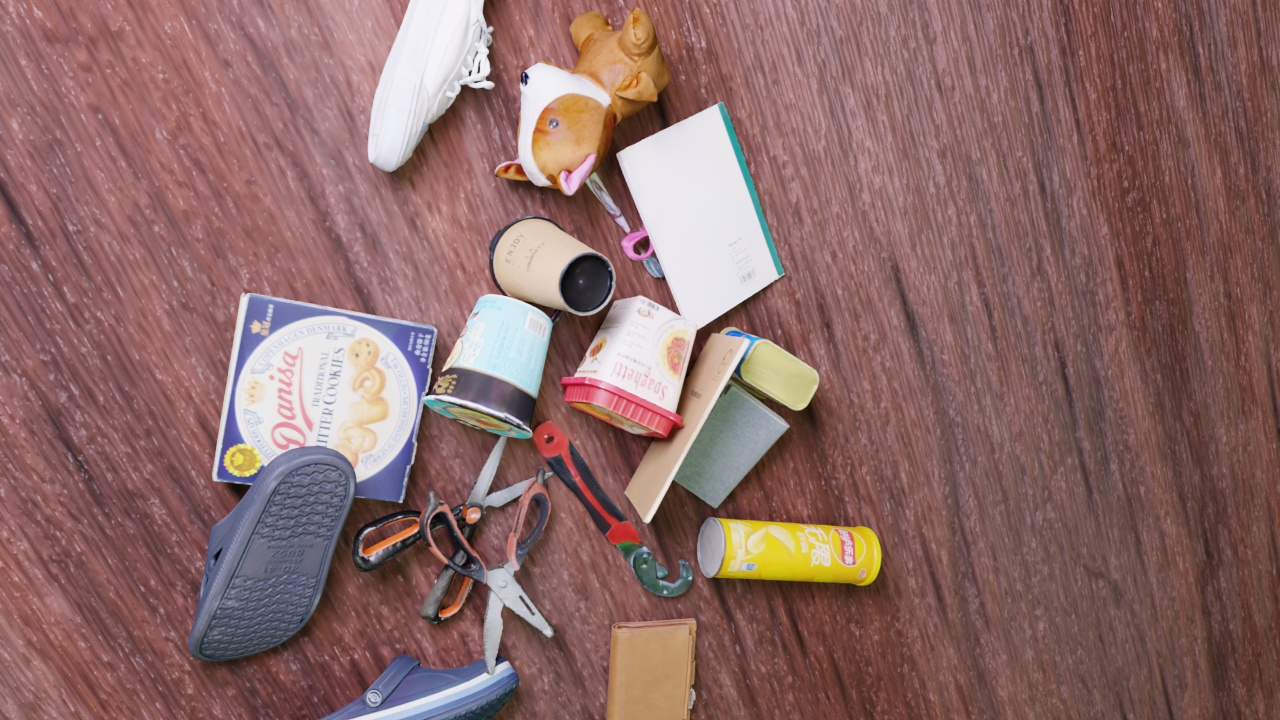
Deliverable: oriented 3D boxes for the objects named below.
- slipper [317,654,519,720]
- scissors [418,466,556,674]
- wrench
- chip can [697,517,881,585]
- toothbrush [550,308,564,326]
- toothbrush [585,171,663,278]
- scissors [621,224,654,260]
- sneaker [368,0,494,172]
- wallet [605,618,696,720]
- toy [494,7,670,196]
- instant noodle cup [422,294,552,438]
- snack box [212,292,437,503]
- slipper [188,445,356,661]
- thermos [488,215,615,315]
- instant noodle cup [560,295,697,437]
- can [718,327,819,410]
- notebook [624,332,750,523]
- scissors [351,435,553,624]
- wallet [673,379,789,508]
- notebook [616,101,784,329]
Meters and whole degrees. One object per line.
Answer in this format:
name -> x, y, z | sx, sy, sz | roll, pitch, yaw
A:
slipper -> -0.253, 0.361, 0.950 | 0.252, 0.095, 0.105 | -9, 146, -34
scissors -> -0.151, 0.214, 0.953 | 0.188, 0.015, 0.223 | 17, 81, -38
wrench -> -0.033, 0.173, 1.032 | 0.056, 0.016, 0.273 | -43, 111, -10
chip can -> 0.177, 0.226, 1.088 | 0.213, 0.072, 0.072 | 8, 97, -20
toothbrush -> -0.096, -0.034, 0.973 | 0.018, 0.014, 0.189 | 40, 85, -31
toothbrush -> -0.029, -0.161, 0.971 | 0.016, 0.017, 0.187 | -39, 111, -9
scissors -> 0.027, -0.161, 0.985 | 0.133, 0.017, 0.135 | -33, 104, -25
sneaker -> -0.184, -0.284, 0.862 | 0.090, 0.090, 0.242 | 19, 87, -26
wallet -> 0.014, 0.370, 1.077 | 0.107, 0.031, 0.132 | 0, 100, -17
toy -> -0.058, -0.249, 0.885 | 0.130, 0.140, 0.199 | 37, 81, -38
instant noodle cup -> -0.143, 0.003, 0.912 | 0.111, 0.111, 0.120 | 23, 73, -22
snack box -> -0.305, 0.039, 0.893 | 0.182, 0.046, 0.178 | 10, 97, -22
slipper -> -0.354, 0.176, 0.882 | 0.110, 0.083, 0.269 | 11, 118, -41
thermos -> -0.087, -0.090, 0.904 | 0.092, 0.143, 0.093 | -11, 111, -29
instant noodle cup -> -0.006, 0.006, 0.967 | 0.116, 0.117, 0.124 | 27, 77, -22
can -> 0.138, 0.010, 1.027 | 0.102, 0.083, 0.057 | 30, 89, -22
notebook -> 0.044, 0.065, 0.971 | 0.008, 0.148, 0.207 | 29, 89, -10
scissors -> -0.192, 0.175, 0.952 | 0.231, 0.022, 0.221 | -2, 110, -37
wallet -> 0.089, 0.092, 1.044 | 0.106, 0.037, 0.130 | 36, 102, -20
notebook -> 0.071, -0.155, 0.995 | 0.150, 0.012, 0.209 | -32, 110, -27
